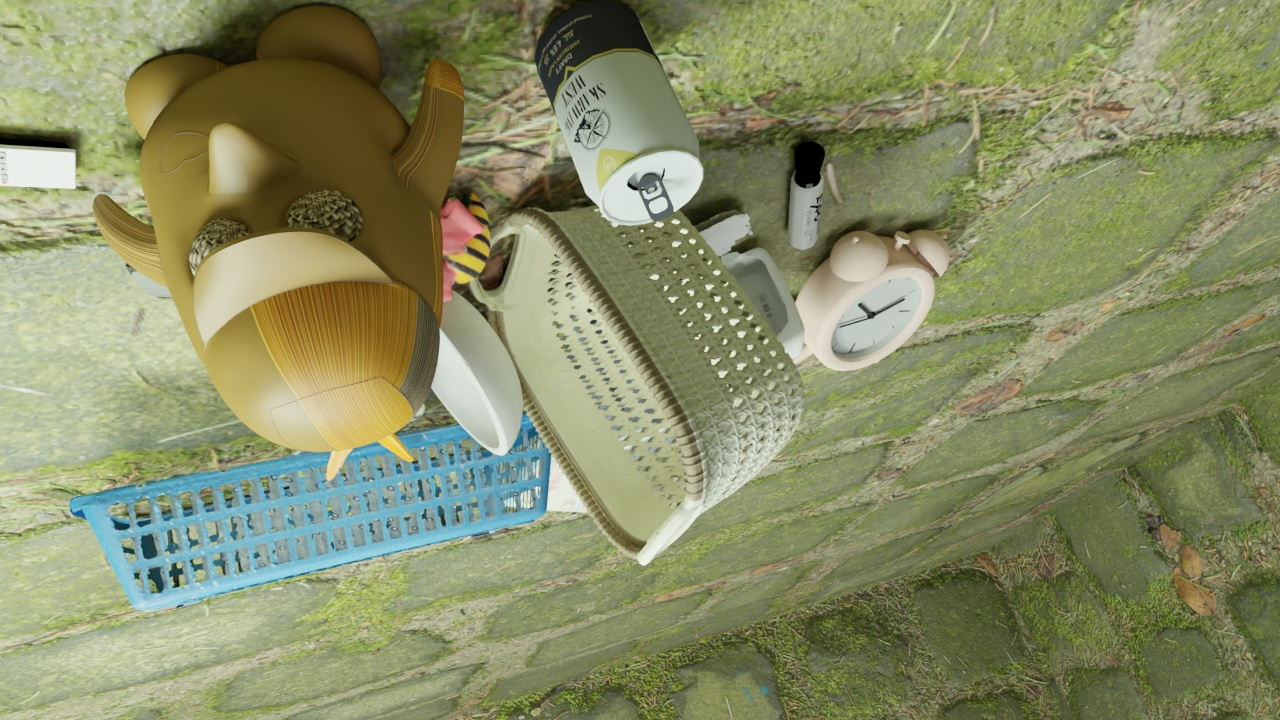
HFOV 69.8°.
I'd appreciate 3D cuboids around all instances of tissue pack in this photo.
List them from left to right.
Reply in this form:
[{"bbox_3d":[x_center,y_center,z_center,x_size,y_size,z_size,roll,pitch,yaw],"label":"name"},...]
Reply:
[{"bbox_3d":[-0.075,0.095,0.954,0.112,0.069,0.182,8,143,-21],"label":"tissue pack"}]

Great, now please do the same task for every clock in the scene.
[{"bbox_3d":[0.210,-0.062,0.884,0.130,0.086,0.161,-6,142,-30],"label":"clock"}]

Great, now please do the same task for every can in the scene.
[{"bbox_3d":[-0.011,-0.130,0.495,0.064,0.127,0.064,-17,155,-9],"label":"can"}]

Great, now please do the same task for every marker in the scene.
[{"bbox_3d":[0.131,-0.130,0.728,0.025,0.025,0.126,-20,155,-2],"label":"marker"}]

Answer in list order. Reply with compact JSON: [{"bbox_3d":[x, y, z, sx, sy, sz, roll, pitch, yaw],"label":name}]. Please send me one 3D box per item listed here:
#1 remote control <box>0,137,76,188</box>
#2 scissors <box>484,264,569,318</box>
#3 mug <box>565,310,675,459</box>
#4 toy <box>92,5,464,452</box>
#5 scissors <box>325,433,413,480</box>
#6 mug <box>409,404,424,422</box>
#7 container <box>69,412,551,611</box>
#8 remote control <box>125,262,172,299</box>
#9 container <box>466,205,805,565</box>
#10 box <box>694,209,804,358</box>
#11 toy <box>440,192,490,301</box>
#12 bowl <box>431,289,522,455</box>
[{"bbox_3d":[-0.342,-0.098,0.438,0.124,0.011,0.028,-4,150,-33],"label":"remote control"},{"bbox_3d":[-0.137,-0.024,0.744,0.173,0.014,0.142,-18,151,-10],"label":"scissors"},{"bbox_3d":[-0.022,0.023,0.822,0.084,0.104,0.124,-23,156,6],"label":"mug"},{"bbox_3d":[-0.164,-0.054,0.438,0.198,0.203,0.163,-21,155,-1],"label":"toy"},{"bbox_3d":[-0.205,0.035,0.652,0.127,0.011,0.125,18,111,-34],"label":"scissors"},{"bbox_3d":[-0.222,0.035,0.716,0.107,0.071,0.090,7,159,-6],"label":"mug"},{"bbox_3d":[-0.259,0.133,0.792,0.361,0.089,0.258,-10,171,-23],"label":"container"},{"bbox_3d":[-0.241,-0.047,0.563,0.136,0.013,0.033,4,153,1],"label":"remote control"},{"bbox_3d":[-0.004,0.004,0.649,0.142,0.246,0.185,-23,159,-30],"label":"container"},{"bbox_3d":[0.069,-0.058,0.754,0.108,0.126,0.137,-22,164,-2],"label":"box"},{"bbox_3d":[-0.140,-0.076,0.583,0.103,0.084,0.046,-6,-176,-35],"label":"toy"},{"bbox_3d":[-0.126,-0.004,0.658,0.043,0.149,0.150,-37,161,-21],"label":"bowl"}]
